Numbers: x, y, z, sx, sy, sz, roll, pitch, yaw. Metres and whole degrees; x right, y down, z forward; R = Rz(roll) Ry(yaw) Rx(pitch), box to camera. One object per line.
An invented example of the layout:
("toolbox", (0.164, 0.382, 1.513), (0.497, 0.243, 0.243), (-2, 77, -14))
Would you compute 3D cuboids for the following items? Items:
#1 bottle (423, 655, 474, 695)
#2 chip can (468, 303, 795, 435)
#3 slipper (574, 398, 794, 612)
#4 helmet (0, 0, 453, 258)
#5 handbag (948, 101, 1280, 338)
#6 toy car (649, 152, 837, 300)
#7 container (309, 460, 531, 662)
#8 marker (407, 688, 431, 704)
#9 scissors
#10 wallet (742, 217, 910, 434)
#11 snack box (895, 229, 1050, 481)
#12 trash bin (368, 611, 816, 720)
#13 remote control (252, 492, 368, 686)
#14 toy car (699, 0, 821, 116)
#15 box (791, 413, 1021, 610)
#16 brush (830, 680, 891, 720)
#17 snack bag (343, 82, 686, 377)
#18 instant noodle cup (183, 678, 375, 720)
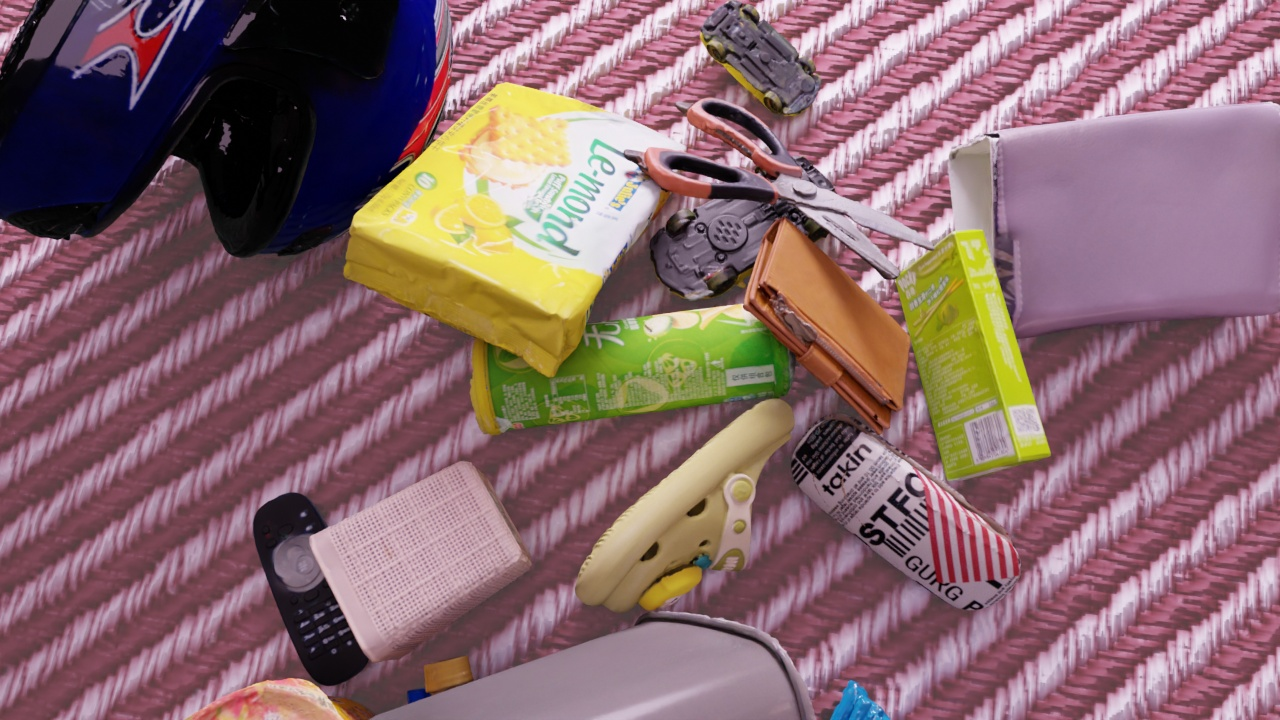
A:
("bottle", (-0.104, 0.299, 0.574), (0.065, 0.065, 0.218), (-13, 75, -1))
("chip can", (-0.004, 0.004, 0.640), (0.221, 0.072, 0.072), (-7, 76, 1))
("slipper", (0.043, 0.105, 0.606), (0.190, 0.092, 0.081), (-41, 80, -11))
("helmet", (-0.258, -0.188, 0.610), (0.240, 0.248, 0.314), (32, 68, -34))
("handbag", (0.327, -0.094, 0.638), (0.197, 0.098, 0.145), (-6, 92, 0))
("toy car", (0.077, -0.097, 0.677), (0.155, 0.041, 0.071), (-31, 74, -11))
("container", (-0.139, 0.129, 0.607), (0.111, 0.090, 0.090), (-30, 77, -8))
("marker", (-0.143, 0.292, 0.601), (0.017, 0.017, 0.145), (-6, 76, 1))
("scissors", (0.091, -0.124, 0.636), (0.221, 0.015, 0.189), (4, 46, -7))
("wallet", (0.128, -0.026, 0.617), (0.132, 0.031, 0.107), (40, 39, -13))
("snack box", (0.221, -0.001, 0.624), (0.026, 0.086, 0.156), (-7, 75, -16))
("trash bin", (-0.041, 0.251, 0.469), (0.219, 0.199, 0.199), (-5, 82, -28))
("remote control", (-0.226, 0.157, 0.635), (0.053, 0.024, 0.136), (-27, 75, -3))
("toy car", (0.093, -0.233, 0.718), (0.105, 0.032, 0.048), (42, 80, 0))
("box", (0.177, 0.101, 0.628), (0.163, 0.080, 0.075), (35, 111, 9))
("brush", (0.206, 0.349, 0.557), (0.109, 0.060, 0.314), (-44, 80, -3))
("snack bag", (-0.077, -0.101, 0.637), (0.158, 0.068, 0.245), (24, 48, 7))
("instant noodle cup", (-0.214, 0.268, 0.562), (0.138, 0.110, 0.138), (-1, 76, 3))
